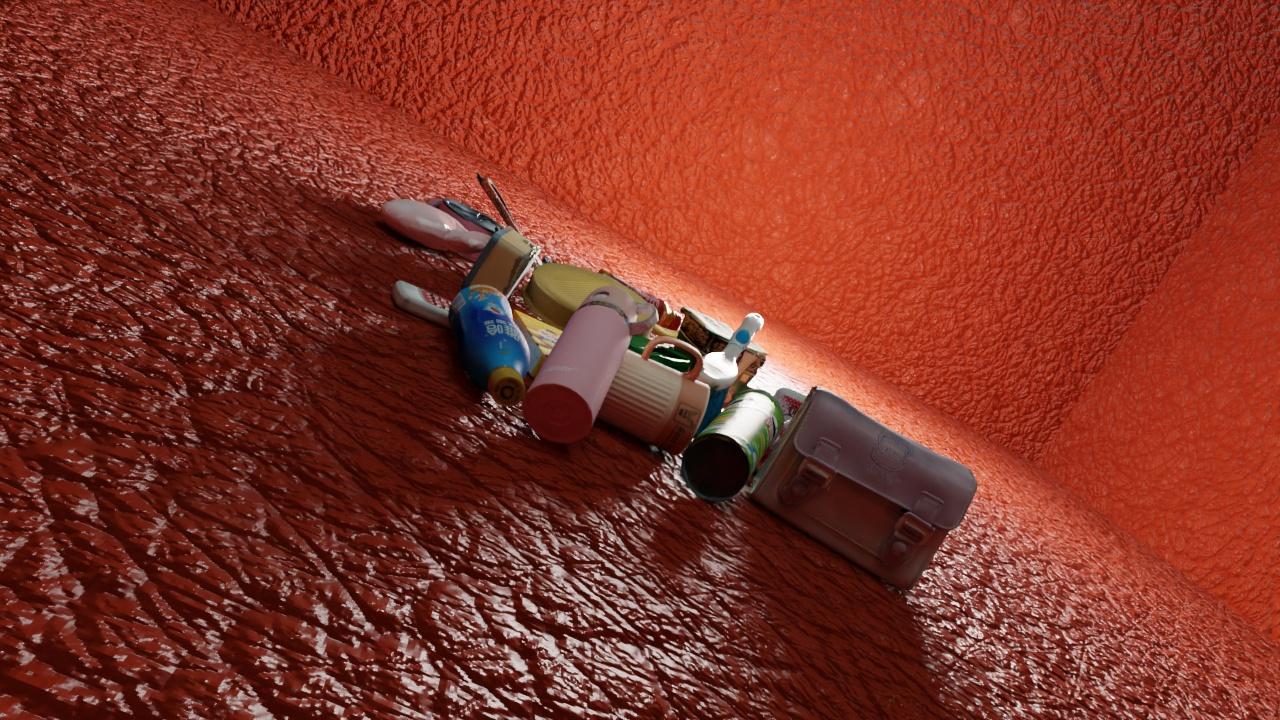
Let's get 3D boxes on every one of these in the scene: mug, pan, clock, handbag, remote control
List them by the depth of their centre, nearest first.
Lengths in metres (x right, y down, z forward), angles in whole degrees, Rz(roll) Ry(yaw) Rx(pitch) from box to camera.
[{"bbox_3d":[0.014,0.029,0.966,0.106,0.115,0.081,25,14,-11],"label":"mug"},{"bbox_3d":[0.238,0.134,0.988,0.197,0.145,0.098,30,9,5],"label":"handbag"},{"bbox_3d":[-0.204,-0.049,0.997,0.136,0.020,0.056,24,13,-29],"label":"remote control"},{"bbox_3d":[-0.007,0.007,1.158,0.120,0.068,0.131,27,10,23],"label":"handbag"},{"bbox_3d":[-0.026,-0.066,1.390,0.356,0.078,0.198,-1,34,-48],"label":"pan"},{"bbox_3d":[-0.273,-0.204,1.413,0.158,0.060,0.117,40,15,36],"label":"clock"}]

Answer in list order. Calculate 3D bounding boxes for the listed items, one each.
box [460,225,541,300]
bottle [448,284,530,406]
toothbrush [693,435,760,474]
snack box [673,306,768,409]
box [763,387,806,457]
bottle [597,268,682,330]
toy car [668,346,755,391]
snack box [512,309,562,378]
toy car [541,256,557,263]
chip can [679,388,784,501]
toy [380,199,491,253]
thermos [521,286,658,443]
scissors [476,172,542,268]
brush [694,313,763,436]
[{"bbox_3d":[-0.181,-0.123,1.208,0.061,0.090,0.184,33,7,-6],"label":"box"},{"bbox_3d":[-0.141,-0.013,0.876,0.065,0.065,0.218,25,12,-25],"label":"bottle"},{"bbox_3d":[0.121,0.118,1.093,0.186,0.017,0.012,30,13,5],"label":"toothbrush"},{"bbox_3d":[0.101,0.002,1.335,0.117,0.106,0.118,23,12,-24],"label":"snack box"},{"bbox_3d":[0.224,0.094,1.248,0.201,0.102,0.095,23,14,-35],"label":"box"},{"bbox_3d":[-0.008,-0.101,1.638,0.175,0.057,0.057,26,12,-20],"label":"bottle"},{"bbox_3d":[0.106,0.017,1.433,0.158,0.042,0.070,24,9,3],"label":"toy car"},{"bbox_3d":[-0.099,-0.006,1.047,0.087,0.034,0.140,25,10,-28],"label":"snack box"},{"bbox_3d":[-0.121,-0.120,1.445,0.106,0.031,0.049,48,9,-30],"label":"toy car"},{"bbox_3d":[0.105,0.087,1.002,0.072,0.072,0.235,32,17,10],"label":"chip can"},{"bbox_3d":[-0.283,-0.183,1.283,0.159,0.054,0.121,22,13,8],"label":"toy"},{"bbox_3d":[-0.041,-0.004,0.877,0.087,0.067,0.198,-1,30,17],"label":"thermos"},{"bbox_3d":[-0.186,-0.186,1.394,0.189,0.015,0.222,63,7,19],"label":"scissors"},{"bbox_3d":[0.106,0.008,1.172,0.060,0.109,0.313,30,16,8],"label":"brush"}]
